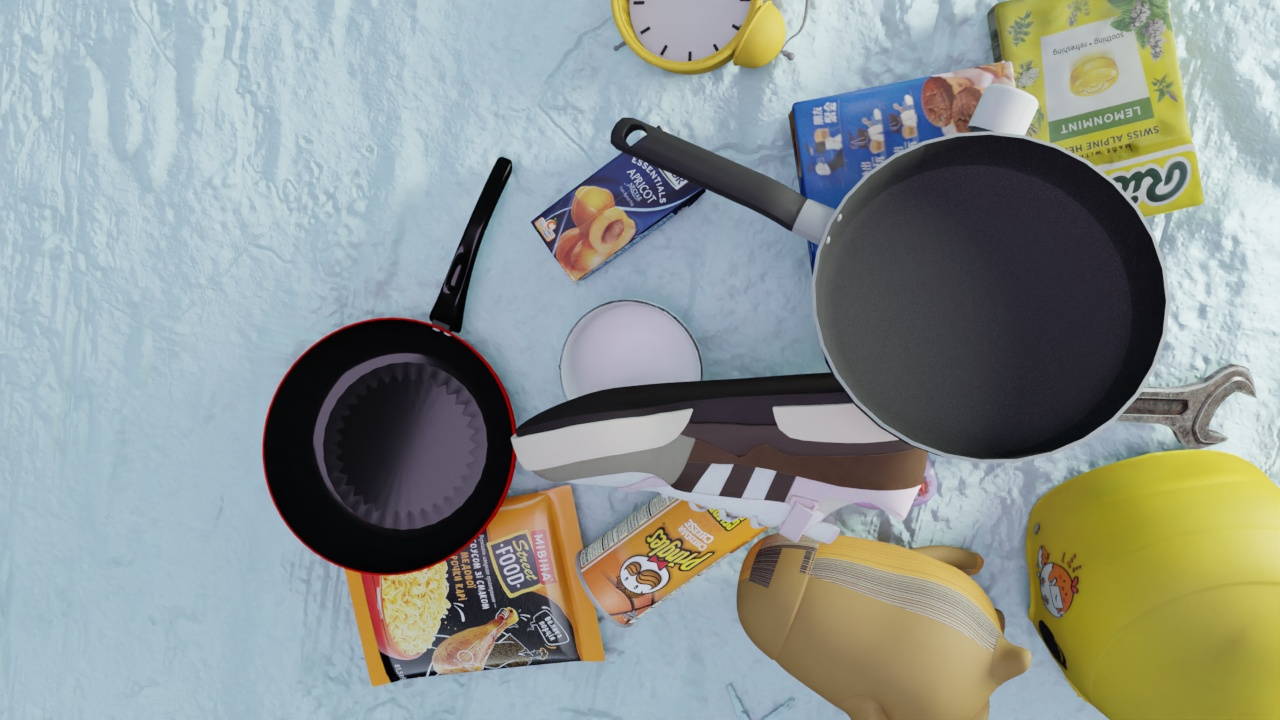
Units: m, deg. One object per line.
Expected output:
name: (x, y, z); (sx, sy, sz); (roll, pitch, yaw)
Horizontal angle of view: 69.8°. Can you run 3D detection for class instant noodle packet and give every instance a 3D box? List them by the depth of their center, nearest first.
instant noodle packet: (-0.152, 0.201, 0.808); (0.221, 0.032, 0.160); (-9, 98, 10)

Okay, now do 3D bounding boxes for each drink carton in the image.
drink carton: (-0.016, -0.123, 0.733); (0.130, 0.040, 0.064); (-35, 93, 11)

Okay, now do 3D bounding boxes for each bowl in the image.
bowl: (-0.004, 0.004, 0.739); (0.113, 0.063, 0.113); (1, 99, 8)

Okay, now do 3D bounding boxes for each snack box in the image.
snack box: (0.329, -0.188, 0.670); (0.121, 0.045, 0.181); (-12, 97, 9)
snack box: (0.204, -0.103, 0.689); (0.155, 0.069, 0.203); (-9, 98, 10)

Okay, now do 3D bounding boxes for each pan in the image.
pan: (0.141, -0.071, 0.578); (0.356, 0.044, 0.204); (26, 84, 12)
pan: (-0.177, 0.002, 0.763); (0.209, 0.067, 0.356); (22, 87, 5)

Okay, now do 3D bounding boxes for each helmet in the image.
helmet: (0.407, 0.193, 0.671); (0.209, 0.139, 0.240); (-11, 98, 10)

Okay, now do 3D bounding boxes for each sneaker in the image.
sneaker: (0.057, 0.078, 0.655); (0.294, 0.111, 0.116); (-5, 98, 5)

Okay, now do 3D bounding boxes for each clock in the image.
clock: (0.051, -0.276, 0.695); (0.152, 0.052, 0.113); (3, 99, 12)

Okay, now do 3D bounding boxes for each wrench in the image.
wrench: (0.333, 0.031, 0.670); (0.273, 0.010, 0.070); (2, 112, -14)

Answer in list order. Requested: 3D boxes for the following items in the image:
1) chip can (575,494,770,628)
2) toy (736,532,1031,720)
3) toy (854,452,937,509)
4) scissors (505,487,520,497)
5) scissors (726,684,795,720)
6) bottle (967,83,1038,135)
chip can: (0.053, 0.127, 0.745); (0.215, 0.075, 0.075); (-38, 92, 12)
toy: (0.170, 0.209, 0.712); (0.203, 0.198, 0.163); (22, 146, 8)
toy: (0.198, 0.073, 0.735); (0.080, 0.036, 0.100); (-8, 99, 8)
scissors: (-0.177, 0.082, 0.802); (0.170, 0.028, 0.139); (-13, 95, 6)
scissors: (0.089, 0.352, 0.810); (0.136, 0.015, 0.135); (-24, 89, 10)
bottle: (0.216, -0.100, 0.628); (0.084, 0.046, 0.174); (23, 101, 3)
